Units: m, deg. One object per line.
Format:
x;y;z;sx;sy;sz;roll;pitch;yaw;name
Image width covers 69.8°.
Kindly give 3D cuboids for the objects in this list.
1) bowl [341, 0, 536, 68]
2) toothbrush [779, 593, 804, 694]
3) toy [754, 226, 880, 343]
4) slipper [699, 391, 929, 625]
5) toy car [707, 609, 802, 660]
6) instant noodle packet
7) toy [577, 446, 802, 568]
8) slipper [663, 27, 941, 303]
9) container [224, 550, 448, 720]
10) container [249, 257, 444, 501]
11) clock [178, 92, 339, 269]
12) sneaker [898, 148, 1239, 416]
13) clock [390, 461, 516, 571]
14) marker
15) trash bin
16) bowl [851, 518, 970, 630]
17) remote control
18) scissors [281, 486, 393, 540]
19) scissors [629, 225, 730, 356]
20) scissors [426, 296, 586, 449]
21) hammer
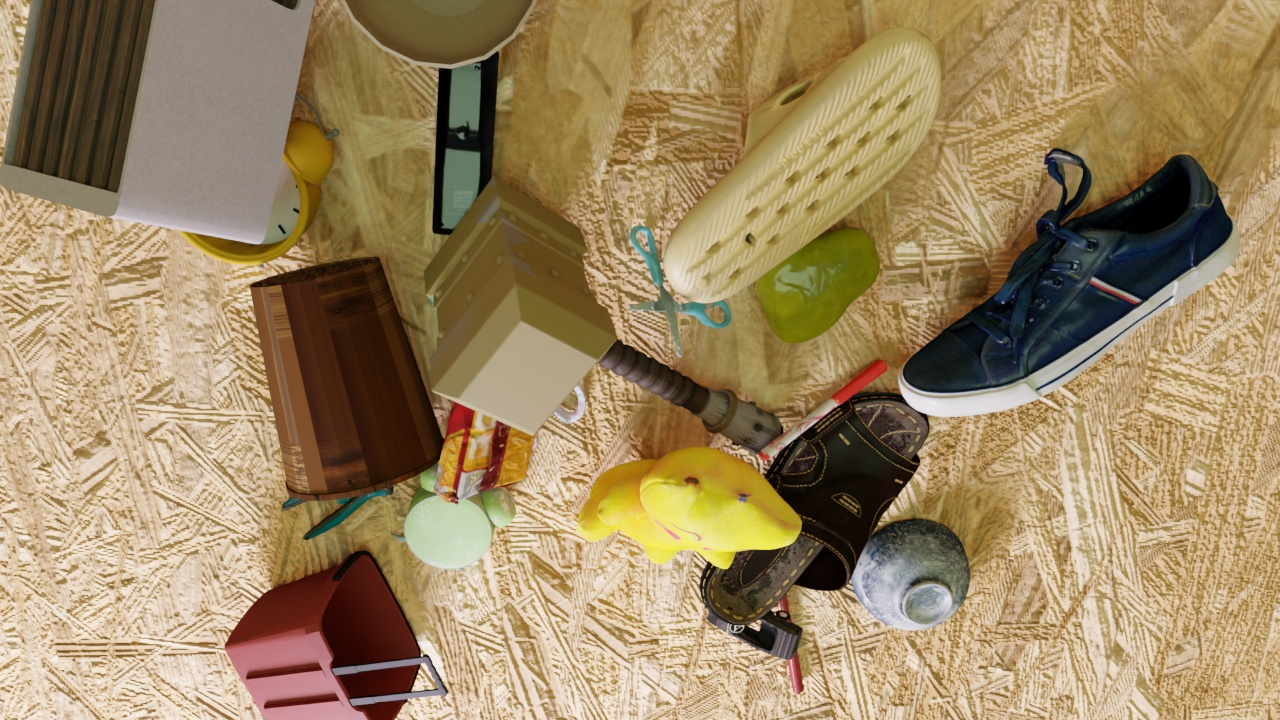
-0.145;-0.293;0.667;0.152;0.050;0.152;-1;110;-2;bowl
0.147;0.250;0.907;0.016;0.016;0.190;-12;111;-3;toothbrush
0.151;-0.066;0.766;0.110;0.051;0.090;-26;112;5;toy
0.158;0.138;0.822;0.113;0.075;0.268;39;96;-15;slipper
0.108;0.254;0.881;0.092;0.037;0.040;22;114;25;toy car
-0.122;0.053;0.764;0.040;0.098;0.135;22;104;30;instant noodle packet
0.040;0.120;0.772;0.134;0.194;0.087;25;66;-21;toy
0.117;-0.151;0.717;0.261;0.079;0.111;-42;130;5;slipper
-0.253;0.260;0.836;0.201;0.126;0.148;-15;111;14;container
-0.242;0.009;0.745;0.132;0.132;0.167;-10;105;1;container
-0.306;-0.147;0.719;0.113;0.052;0.152;29;112;-12;clock
0.329;-0.070;0.745;0.295;0.120;0.127;-34;121;7;sneaker
-0.169;0.142;0.839;0.094;0.042;0.119;29;107;-13;clock
0.160;0.044;0.803;0.142;0.013;0.013;-36;110;-11;marker
-0.313;-0.207;0.610;0.114;0.114;0.229;16;95;23;trash bin
0.264;0.216;0.874;0.114;0.060;0.114;0;112;-1;bowl
-0.140;-0.171;0.729;0.047;0.022;0.150;5;111;-4;remote control
-0.259;0.119;0.838;0.127;0.019;0.142;15;103;-2;scissors
0.024;-0.061;0.745;0.015;0.135;0.133;-37;74;28;scissors
-0.114;-0.006;0.801;0.103;0.016;0.179;-24;107;8;scissors
-0.004;0.004;0.744;0.324;0.190;0.101;28;115;-31;hammer
